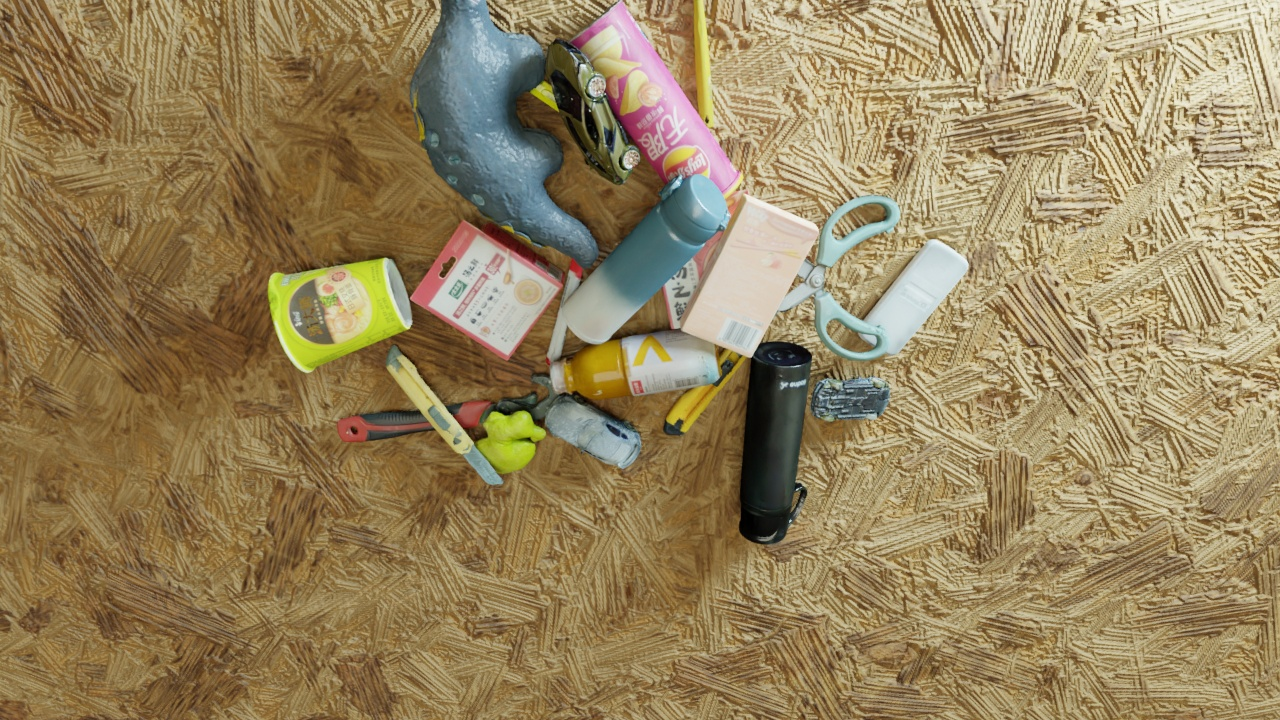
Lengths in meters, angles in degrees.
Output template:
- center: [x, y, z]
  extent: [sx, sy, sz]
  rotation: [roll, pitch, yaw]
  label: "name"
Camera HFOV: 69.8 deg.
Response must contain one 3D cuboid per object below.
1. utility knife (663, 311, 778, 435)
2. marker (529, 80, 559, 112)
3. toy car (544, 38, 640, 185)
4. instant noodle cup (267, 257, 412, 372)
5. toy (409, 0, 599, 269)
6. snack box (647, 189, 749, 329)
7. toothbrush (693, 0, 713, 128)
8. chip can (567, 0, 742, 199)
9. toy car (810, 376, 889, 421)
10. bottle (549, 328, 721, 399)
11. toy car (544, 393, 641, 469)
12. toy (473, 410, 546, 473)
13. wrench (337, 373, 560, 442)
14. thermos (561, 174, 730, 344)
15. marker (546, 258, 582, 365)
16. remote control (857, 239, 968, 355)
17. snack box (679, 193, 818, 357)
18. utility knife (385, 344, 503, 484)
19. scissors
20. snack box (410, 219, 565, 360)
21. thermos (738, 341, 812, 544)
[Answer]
- center: [0.093, 0.009, 1.058]
  extent: [0.033, 0.015, 0.216]
  rotation: [31, 111, -16]
  label: "utility knife"
- center: [-0.117, -0.284, 0.920]
  extent: [0.124, 0.015, 0.018]
  rotation: [32, 112, -12]
  label: "marker"
- center: [-0.051, -0.238, 0.890]
  extent: [0.042, 0.070, 0.158]
  rotation: [-40, 134, -13]
  label: "toy car"
- center: [-0.316, -0.057, 0.985]
  extent: [0.123, 0.111, 0.112]
  rotation: [-17, 114, -1]
  label: "instant noodle cup"
- center: [-0.149, -0.236, 0.897]
  extent: [0.138, 0.091, 0.357]
  rotation: [-13, 121, 7]
  label: "toy"
- center: [0.075, -0.107, 0.987]
  extent: [0.113, 0.044, 0.127]
  rotation: [-11, 114, 5]
  label: "snack box"
- center: [0.059, -0.323, 0.899]
  extent: [0.016, 0.016, 0.190]
  rotation: [-5, 115, 3]
  label: "toothbrush"
- center: [0.015, -0.245, 0.907]
  extent: [0.071, 0.071, 0.210]
  rotation: [-33, 111, 14]
  label: "chip can"
- center: [0.240, 0.043, 1.055]
  extent: [0.105, 0.031, 0.049]
  rotation: [0, 112, -27]
  label: "toy car"
- center: [-0.006, 0.006, 1.028]
  extent: [0.189, 0.068, 0.068]
  rotation: [-9, 115, 5]
  label: "bottle"
- center: [-0.055, 0.084, 1.079]
  extent: [0.120, 0.036, 0.054]
  rotation: [31, 112, -19]
  label: "toy car"
- center: [-0.157, 0.099, 1.084]
  extent: [0.097, 0.031, 0.100]
  rotation: [-3, 131, 4]
  label: "toy"
- center: [-0.226, 0.064, 1.085]
  extent: [0.273, 0.016, 0.056]
  rotation: [-11, 111, 5]
  label: "wrench"
- center: [0.002, -0.101, 0.934]
  extent: [0.070, 0.070, 0.221]
  rotation: [35, 131, -15]
  label: "thermos"
- center: [-0.083, -0.059, 1.026]
  extent: [0.017, 0.017, 0.145]
  rotation: [14, 115, -6]
  label: "marker"
- center: [0.301, -0.069, 1.017]
  extent: [0.056, 0.020, 0.136]
  rotation: [30, 112, -12]
  label: "remote control"
- center: [0.111, -0.086, 0.957]
  extent: [0.084, 0.026, 0.157]
  rotation: [21, 113, -11]
  label: "snack box"
- center: [-0.230, 0.068, 1.070]
  extent: [0.031, 0.021, 0.204]
  rotation: [-36, 102, 17]
  label: "utility knife"
- center: [0.232, -0.091, 0.989]
  extent: [0.171, 0.019, 0.170]
  rotation: [40, 97, -13]
  label: "scissors"
- center: [-0.165, -0.081, 1.000]
  extent: [0.127, 0.044, 0.113]
  rotation: [34, 112, -16]
  label: "snack box"
- center: [0.162, 0.097, 1.080]
  extent: [0.089, 0.068, 0.243]
  rotation: [-15, 121, -29]
  label: "thermos"
